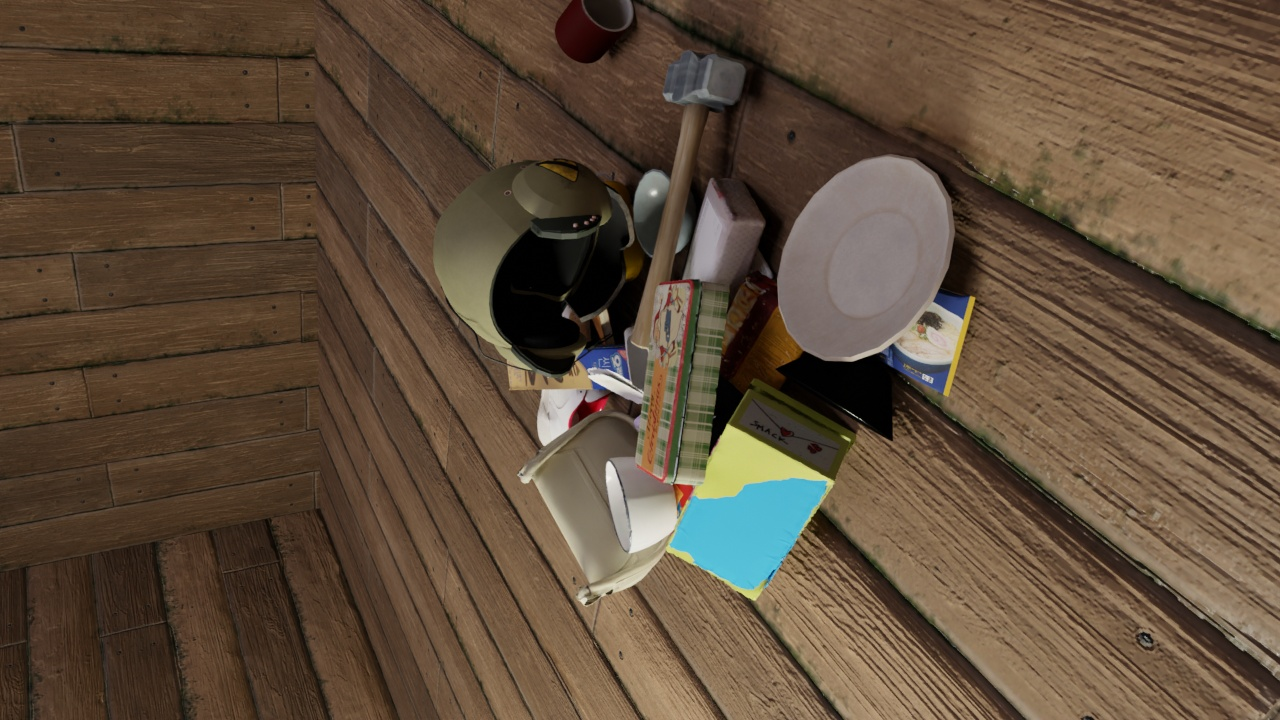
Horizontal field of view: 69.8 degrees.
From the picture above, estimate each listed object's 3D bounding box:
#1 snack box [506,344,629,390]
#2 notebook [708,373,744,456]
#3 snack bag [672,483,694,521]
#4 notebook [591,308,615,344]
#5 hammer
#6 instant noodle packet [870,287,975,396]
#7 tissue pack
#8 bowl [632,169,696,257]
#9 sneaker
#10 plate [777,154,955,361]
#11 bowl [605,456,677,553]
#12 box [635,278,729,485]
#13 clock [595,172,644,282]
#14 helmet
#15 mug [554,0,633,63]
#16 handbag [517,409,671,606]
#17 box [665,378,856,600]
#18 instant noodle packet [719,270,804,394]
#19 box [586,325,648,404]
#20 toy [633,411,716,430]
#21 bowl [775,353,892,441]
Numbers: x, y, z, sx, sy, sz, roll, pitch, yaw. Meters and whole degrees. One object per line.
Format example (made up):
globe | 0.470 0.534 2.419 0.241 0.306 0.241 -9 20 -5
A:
snack box | -0.087 0.009 1.253 0.207 0.057 0.056 -1 96 31
notebook | 0.103 0.072 1.074 0.149 0.016 0.206 -3 95 61
snack bag | 0.052 0.167 1.139 0.131 0.039 0.144 136 122 -78
notebook | -0.093 -0.145 1.277 0.179 0.014 0.249 79 167 -63
hammer | 0.038 -0.171 1.003 0.117 0.051 0.323 -145 66 -66
instant noodle packet | 0.232 -0.034 0.811 0.134 0.026 0.087 35 122 52
tissue pack | 0.092 -0.097 1.011 0.103 0.071 0.182 -109 30 -49
bowl | 0.034 -0.176 1.101 0.106 0.039 0.106 23 117 56
sneaker | -0.086 0.022 1.331 0.104 0.090 0.237 11 101 38
plate | 0.200 -0.088 0.812 0.189 0.027 0.188 -25 57 45
bowl | 0.002 0.171 1.117 0.116 0.065 0.116 170 91 -77
box | 0.041 0.020 0.940 0.118 0.050 0.205 -163 80 -77
clock | -0.044 -0.173 1.227 0.114 0.052 0.152 -12 91 60
helmet | -0.106 -0.122 1.062 0.233 0.255 0.251 44 132 42
mug | -0.056 -0.444 1.167 0.083 0.073 0.105 -23 49 60
handbag | -0.056 0.201 1.226 0.229 0.183 0.132 58 147 24
box | 0.118 0.140 0.953 0.124 0.082 0.222 27 134 10
instant noodle packet | 0.123 -0.018 0.963 0.098 0.039 0.136 44 130 23
box | -0.012 0.007 1.124 0.110 0.130 0.103 179 84 -76
toy | 0.038 0.070 1.095 0.100 0.080 0.036 175 85 -67
bowl | 0.191 0.019 0.844 0.052 0.124 0.124 -58 38 2
